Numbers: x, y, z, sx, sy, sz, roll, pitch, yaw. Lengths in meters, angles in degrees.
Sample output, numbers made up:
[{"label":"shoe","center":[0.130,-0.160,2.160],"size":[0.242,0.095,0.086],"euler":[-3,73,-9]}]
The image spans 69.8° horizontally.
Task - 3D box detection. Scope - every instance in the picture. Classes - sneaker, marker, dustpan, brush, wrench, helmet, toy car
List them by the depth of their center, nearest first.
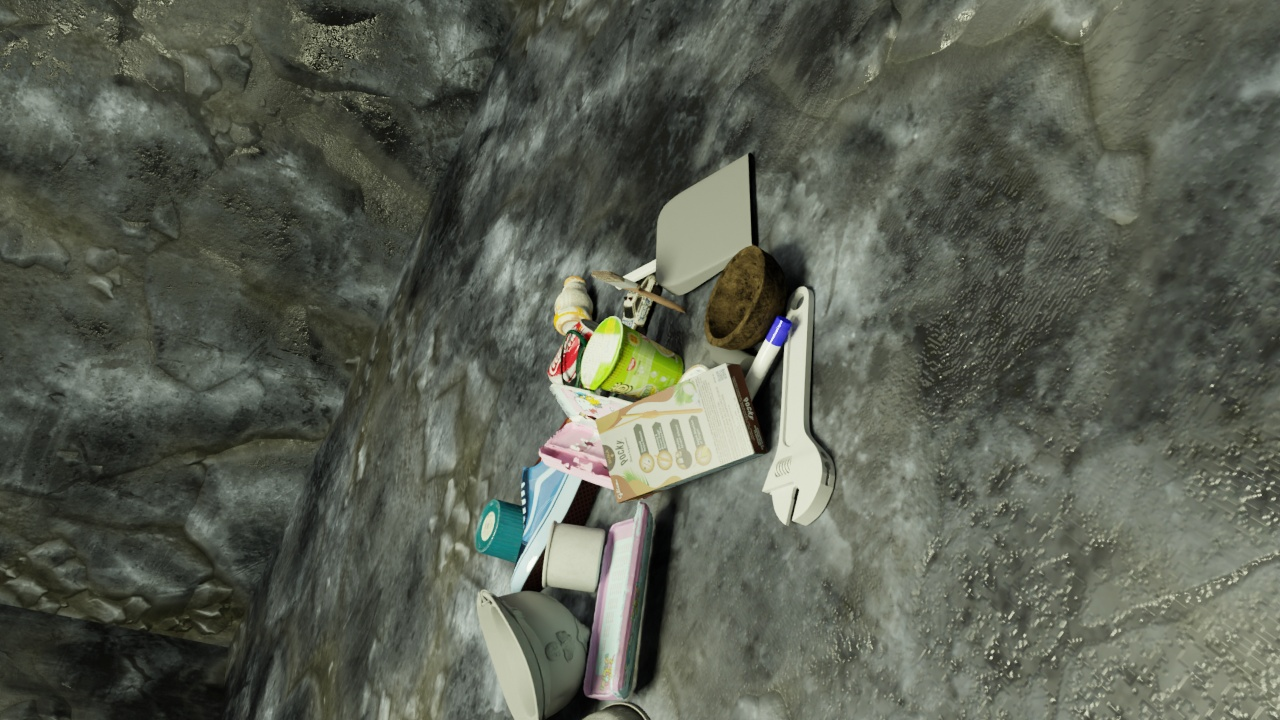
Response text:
[{"label":"wrench","center":[0.166,0.037,0.940],"size":[0.087,0.018,0.272],"euler":[-31,43,51]},{"label":"marker","center":[0.127,0.017,1.009],"size":[0.142,0.020,0.020],"euler":[-65,26,21]},{"label":"helmet","center":[-0.115,0.351,1.124],"size":[0.183,0.117,0.272],"euler":[69,158,9]},{"label":"brush","center":[0.004,-0.088,1.196],"size":[0.045,0.143,0.008],"euler":[9,80,55]},{"label":"dustpan","center":[0.056,-0.159,1.254],"size":[0.258,0.033,0.162],"euler":[-24,48,34]},{"label":"sneaker","center":[-0.130,0.203,1.263],"size":[0.098,0.083,0.241],"euler":[21,81,29]},{"label":"toy car","center":[-0.007,-0.074,1.323],"size":[0.048,0.040,0.112],"euler":[13,82,65]}]

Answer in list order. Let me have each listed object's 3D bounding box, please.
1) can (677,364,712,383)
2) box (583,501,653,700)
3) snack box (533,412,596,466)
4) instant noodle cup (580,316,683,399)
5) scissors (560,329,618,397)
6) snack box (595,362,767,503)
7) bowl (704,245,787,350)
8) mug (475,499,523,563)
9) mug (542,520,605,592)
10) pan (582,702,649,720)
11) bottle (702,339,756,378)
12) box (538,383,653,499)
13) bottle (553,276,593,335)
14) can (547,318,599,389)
[{"label":"can","center":[0.073,0.050,1.075],"size":[0.086,0.043,0.086],"euler":[-45,33,40]},{"label":"box","center":[-0.019,0.282,1.068],"size":[0.150,0.049,0.213],"euler":[118,162,-63]},{"label":"snack box","center":[-0.100,0.126,1.333],"size":[0.051,0.031,0.141],"euler":[50,119,27]},{"label":"instant noodle cup","center":[-0.007,0.007,1.185],"size":[0.099,0.108,0.098],"euler":[-42,36,42]},{"label":"scissors","center":[-0.065,0.059,1.339],"size":[0.147,0.015,0.209],"euler":[2,90,34]},{"label":"snack box","center":[0.041,0.083,1.020],"size":[0.186,0.031,0.101],"euler":[-25,73,32]},{"label":"bowl","center":[0.128,-0.063,1.039],"size":[0.121,0.056,0.121],"euler":[-52,26,38]},{"label":"mug","center":[-0.182,0.255,1.332],"size":[0.114,0.107,0.083],"euler":[-23,52,56]},{"label":"mug","center":[-0.085,0.256,1.173],"size":[0.113,0.070,0.084],"euler":[95,-177,-60]},{"label":"pan","center":[-0.090,0.517,1.038],"size":[0.358,0.055,0.187],"euler":[-44,34,32]},{"label":"bottle","center":[0.102,-0.006,1.076],"size":[0.030,0.030,0.113],"euler":[-65,26,6]},{"label":"box","center":[-0.050,0.091,1.140],"size":[0.202,0.103,0.086],"euler":[12,39,44]},{"label":"bottle","center":[-0.109,-0.090,1.506],"size":[0.063,0.063,0.108],"euler":[-46,31,37]},{"label":"can","center":[-0.094,-0.007,1.409],"size":[0.105,0.064,0.064],"euler":[-59,27,17]}]
